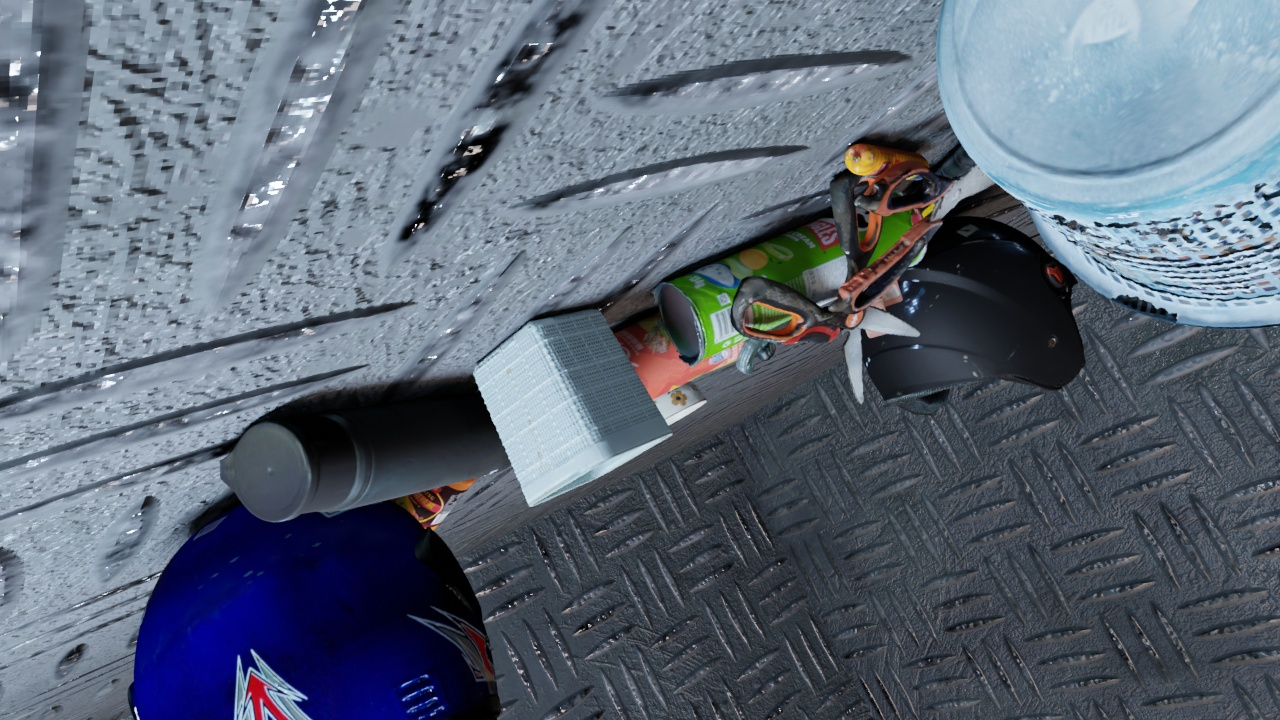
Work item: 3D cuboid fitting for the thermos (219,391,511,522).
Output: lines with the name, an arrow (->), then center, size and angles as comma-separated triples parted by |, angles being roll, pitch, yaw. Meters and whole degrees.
thermos -> -0.179, 0.059, 0.644 | 0.090, 0.068, 0.242 | 4, -178, 23

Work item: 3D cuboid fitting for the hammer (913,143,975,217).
hammer -> 0.262, -0.145, 0.873 | 0.126, 0.032, 0.324 | -25, 171, -16

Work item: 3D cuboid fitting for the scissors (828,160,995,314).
scissors -> 0.220, -0.116, 0.690 | 0.225, 0.015, 0.189 | -5, 130, -46

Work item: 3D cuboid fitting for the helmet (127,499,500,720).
helmet -> -0.248, 0.224, 0.732 | 0.247, 0.240, 0.316 | -26, 161, -6

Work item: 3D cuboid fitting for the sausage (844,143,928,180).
sausage -> 0.182, -0.144, 0.668 | 0.022, 0.021, 0.164 | -33, 170, 32

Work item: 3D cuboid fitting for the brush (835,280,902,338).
brush -> 0.219, -0.066, 0.884 | 0.063, 0.073, 0.145 | -17, 166, 15

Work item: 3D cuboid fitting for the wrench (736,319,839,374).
wrench -> 0.153, -0.026, 0.873 | 0.272, 0.016, 0.056 | -12, 132, -61

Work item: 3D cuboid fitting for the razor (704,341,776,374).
razor -> 0.087, -0.008, 1.046 | 0.168, 0.067, 0.062 | -27, -154, 42

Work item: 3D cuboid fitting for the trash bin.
trash bin -> 0.240, -0.130, 0.398 | 0.194, 0.226, 0.227 | 1, 153, -46

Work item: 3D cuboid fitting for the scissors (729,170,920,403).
scissors -> 0.162, -0.050, 0.725 | 0.220, 0.022, 0.229 | -9, 122, -31

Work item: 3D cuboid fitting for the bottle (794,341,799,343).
bottle -> 0.163, -0.047, 0.974 | 0.060, 0.059, 0.205 | -32, 164, 24

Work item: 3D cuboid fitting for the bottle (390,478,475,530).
bottle -> -0.197, 0.117, 0.904 | 0.150, 0.066, 0.066 | -40, 167, 26

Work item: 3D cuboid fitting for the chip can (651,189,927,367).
chip can -> 0.126, -0.071, 0.751 | 0.235, 0.072, 0.072 | -24, 171, -22

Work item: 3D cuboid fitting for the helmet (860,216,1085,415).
helmet -> 0.378, -0.060, 1.086 | 0.274, 0.230, 0.234 | -39, -172, -28

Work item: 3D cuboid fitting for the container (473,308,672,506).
container -> -0.052, 0.030, 0.661 | 0.090, 0.111, 0.090 | -33, 170, 37

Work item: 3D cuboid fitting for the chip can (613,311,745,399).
chip can -> -0.005, 0.005, 0.795 | 0.216, 0.073, 0.073 | -26, 171, -16

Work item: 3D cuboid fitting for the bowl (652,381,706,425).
bowl -> 0.023, 0.053, 1.188 | 0.113, 0.062, 0.113 | -27, 173, -4
